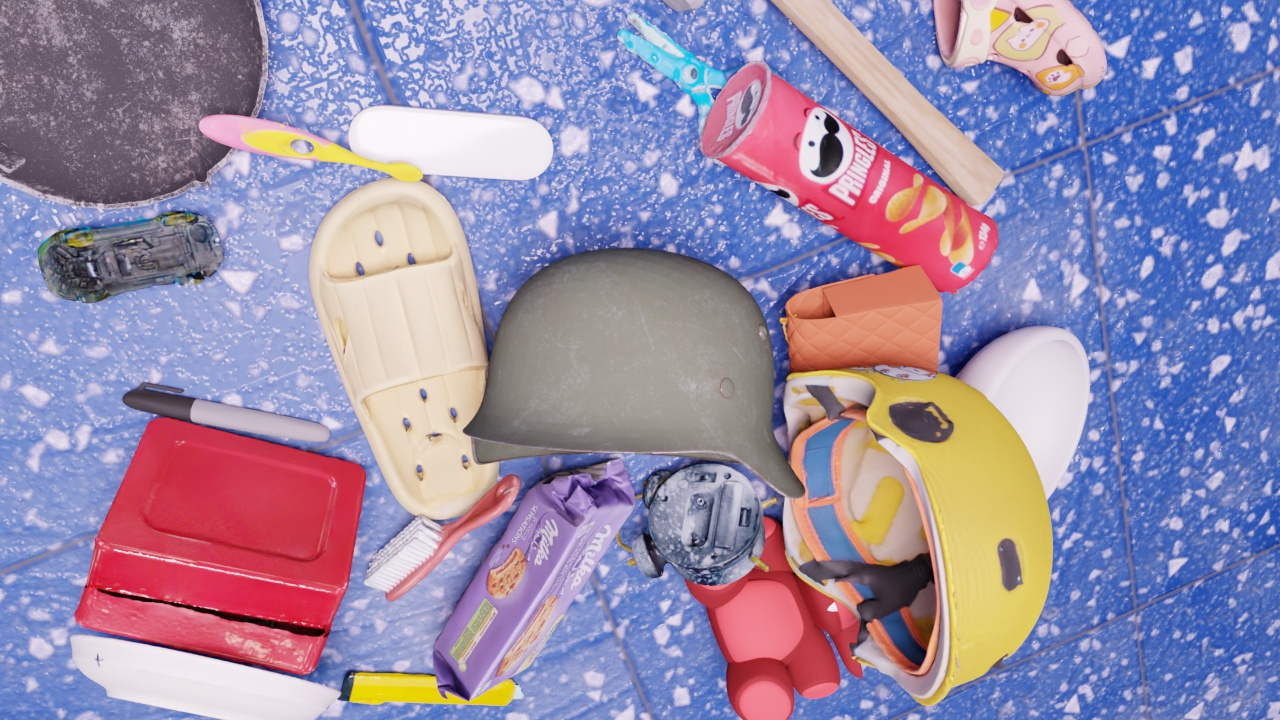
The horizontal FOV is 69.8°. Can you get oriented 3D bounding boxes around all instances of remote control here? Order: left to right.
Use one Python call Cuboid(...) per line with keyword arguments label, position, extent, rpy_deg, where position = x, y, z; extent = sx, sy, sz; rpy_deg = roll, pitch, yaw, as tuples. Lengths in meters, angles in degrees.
Cuboid(label="remote control", position=(-0.128, -0.148, 0.625), extent=(0.136, 0.013, 0.043), rpy_deg=(1, 110, -15))

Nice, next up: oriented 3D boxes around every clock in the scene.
Cuboid(label="clock", position=(0.040, 0.129, 0.722), extent=(0.129, 0.090, 0.052), rpy_deg=(2, 146, 18))

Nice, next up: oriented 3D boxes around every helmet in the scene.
Cuboid(label="helmet", position=(-0.004, 0.004, 0.608), extent=(0.227, 0.267, 0.154), rpy_deg=(3, 92, 22))
Cuboid(label="helmet", position=(0.200, 0.104, 0.622), extent=(0.139, 0.240, 0.209), rpy_deg=(-13, 120, -14))

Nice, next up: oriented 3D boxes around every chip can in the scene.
Cuboid(label="chip can", position=(0.157, -0.126, 0.668), extent=(0.233, 0.073, 0.073), rpy_deg=(25, 102, -25))

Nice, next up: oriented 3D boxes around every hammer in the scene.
Cuboid(label="hammer", position=(0.148, -0.219, 0.648), extent=(0.322, 0.051, 0.117), rpy_deg=(35, 94, -24))

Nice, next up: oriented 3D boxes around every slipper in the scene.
Cuboid(label="slipper", position=(-0.160, 0.009, 0.643), extent=(0.111, 0.079, 0.262), rpy_deg=(-11, 113, -6))
Cuboid(label="slipper", position=(0.241, -0.248, 0.649), extent=(0.197, 0.093, 0.082), rpy_deg=(34, 119, -21))

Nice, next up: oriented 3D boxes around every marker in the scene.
Cuboid(label="marker", position=(-0.292, 0.038, 0.654), extent=(0.138, 0.016, 0.022), rpy_deg=(12, 83, -19))

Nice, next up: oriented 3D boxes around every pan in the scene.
Cuboid(label="pan", position=(-0.391, -0.151, 0.545), extent=(0.357, 0.040, 0.208), rpy_deg=(-33, 115, 1))

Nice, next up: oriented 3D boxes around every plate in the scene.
Cuboid(label="plate", position=(-0.306, 0.229, 0.642), extent=(0.182, 0.183, 0.034), rpy_deg=(21, 63, -20))

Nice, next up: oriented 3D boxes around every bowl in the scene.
Cuboid(label="bowl", position=(0.297, 0.052, 0.765), extent=(0.176, 0.066, 0.177), rpy_deg=(-15, 115, -35))

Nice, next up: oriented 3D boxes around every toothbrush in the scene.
Cuboid(label="toothbrush", position=(-0.206, -0.134, 0.582), extent=(0.135, 0.016, 0.021), rpy_deg=(9, 115, -27))

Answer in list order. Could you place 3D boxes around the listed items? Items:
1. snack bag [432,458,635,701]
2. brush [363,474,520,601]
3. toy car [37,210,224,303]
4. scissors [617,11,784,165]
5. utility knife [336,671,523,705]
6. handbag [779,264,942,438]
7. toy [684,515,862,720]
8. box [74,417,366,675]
Cuboid(label="snack bag", position=(-0.082, 0.164, 0.710), extent=(0.058, 0.096, 0.205), rpy_deg=(36, 102, 21))
Cuboid(label="brush", position=(-0.150, 0.127, 0.676), extent=(0.030, 0.040, 0.173), rpy_deg=(35, 124, -24))
Cuboid(label="toy car", position=(-0.327, -0.068, 0.594), extent=(0.105, 0.032, 0.048), rpy_deg=(-15, 113, -19))
Cuboid(label="scissors", position=(0.044, -0.206, 0.649), extent=(0.140, 0.015, 0.083), rpy_deg=(38, 99, -22))
Cuboid(label="utility knife", position=(-0.174, 0.278, 0.773), extent=(0.155, 0.017, 0.030), rpy_deg=(10, 112, -17))
Cuboid(label="handbag", position=(0.169, 0.013, 0.722), extent=(0.109, 0.060, 0.172), rpy_deg=(-12, 130, 0))
Cuboid(label="toy", position=(0.145, 0.197, 0.767), extent=(0.197, 0.121, 0.158), rpy_deg=(-20, 77, -6))
Cuboid(label="box", position=(-0.277, 0.124, 0.627), extent=(0.157, 0.136, 0.123), rpy_deg=(21, 104, -22))
